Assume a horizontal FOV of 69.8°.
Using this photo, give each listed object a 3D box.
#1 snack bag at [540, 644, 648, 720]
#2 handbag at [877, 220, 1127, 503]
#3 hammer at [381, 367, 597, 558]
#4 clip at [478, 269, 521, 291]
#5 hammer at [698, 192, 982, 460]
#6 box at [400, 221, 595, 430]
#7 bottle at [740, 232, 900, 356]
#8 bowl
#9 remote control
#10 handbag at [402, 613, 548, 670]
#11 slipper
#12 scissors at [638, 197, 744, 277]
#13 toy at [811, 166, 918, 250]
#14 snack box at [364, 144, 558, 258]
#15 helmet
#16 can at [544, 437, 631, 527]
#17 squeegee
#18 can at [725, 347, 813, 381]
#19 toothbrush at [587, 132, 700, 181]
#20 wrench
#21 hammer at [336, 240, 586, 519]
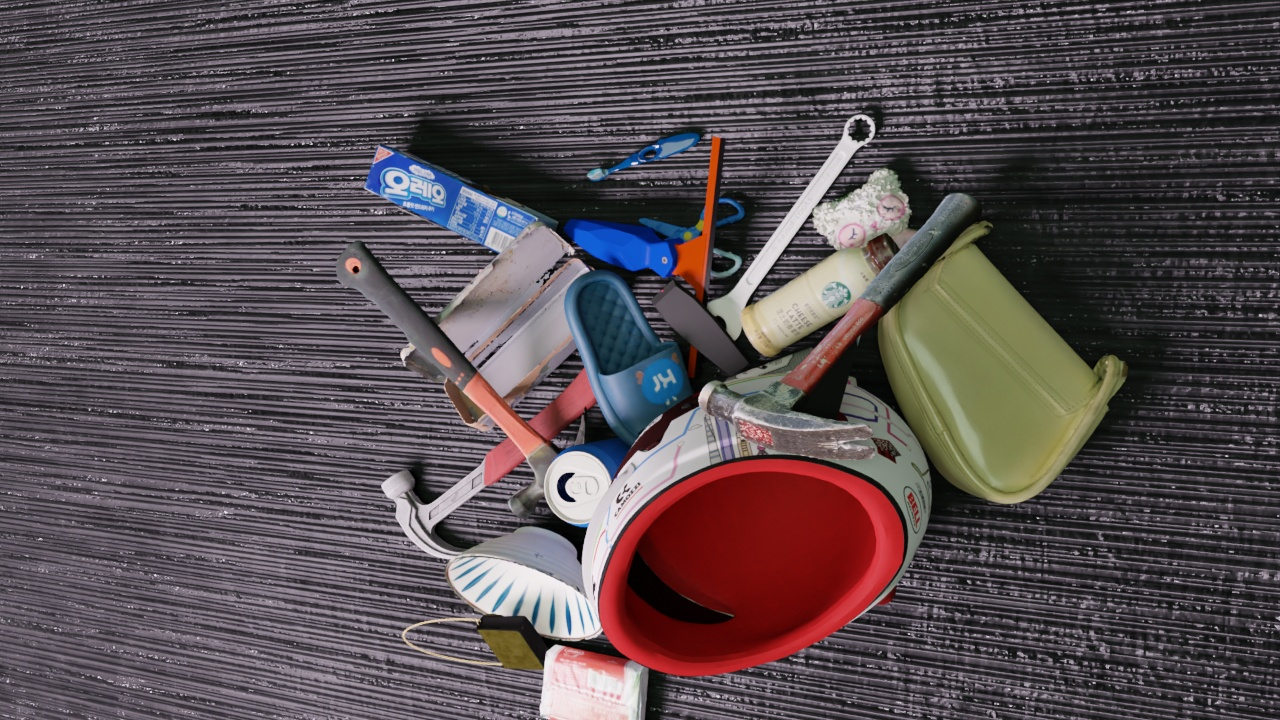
[{"bbox_3d":[-0.049,0.356,0.989,0.116,0.036,0.077,5,92,19],"label":"snack bag"},{"bbox_3d":[0.313,0.005,0.847,0.191,0.088,0.233,-38,77,0],"label":"handbag"},{"bbox_3d":[-0.145,0.106,1.029,0.316,0.036,0.126,-38,80,14],"label":"hammer"},{"bbox_3d":[-0.157,-0.086,1.039,0.058,0.022,0.037,-3,85,18],"label":"clip"},{"bbox_3d":[0.200,-0.041,0.767,0.141,0.036,0.325,23,56,38],"label":"hammer"},{"bbox_3d":[-0.139,-0.031,0.983,0.216,0.096,0.105,-43,66,8],"label":"box"},{"bbox_3d":[0.176,-0.064,0.887,0.162,0.056,0.056,-32,79,28],"label":"bottle"},{"bbox_3d":[-0.113,0.226,0.979,0.177,0.177,0.070,5,50,19],"label":"bowl"},{"bbox_3d":[0.065,-0.028,0.936,0.039,0.010,0.124,-42,106,15],"label":"remote control"},{"bbox_3d":[-0.192,0.314,1.031,0.178,0.027,0.084,-8,126,26],"label":"handbag"},{"bbox_3d":[-0.006,0.005,0.929,0.103,0.059,0.213,-32,94,-27],"label":"slipper"},{"bbox_3d":[0.053,-0.121,0.972,0.132,0.019,0.105,-16,83,22],"label":"scissors"},{"bbox_3d":[0.230,-0.126,0.895,0.096,0.041,0.109,-33,86,14],"label":"toy"},{"bbox_3d":[-0.204,-0.176,1.038,0.226,0.059,0.059,26,101,18],"label":"snack box"},{"bbox_3d":[0.099,0.133,0.831,0.314,0.236,0.231,-20,105,0],"label":"helmet"},{"bbox_3d":[-0.035,0.120,0.928,0.079,0.146,0.079,0,89,19],"label":"can"},{"bbox_3d":[-0.009,-0.119,0.960,0.185,0.055,0.250,22,118,35],"label":"squeegee"},{"bbox_3d":[0.134,0.024,0.923,0.107,0.044,0.044,-21,82,18],"label":"can"},{"bbox_3d":[0.002,-0.219,0.987,0.132,0.016,0.021,-17,86,19],"label":"toothbrush"},{"bbox_3d":[0.148,-0.131,0.932,0.047,0.009,0.274,35,100,-2],"label":"wrench"},{"bbox_3d":[-0.189,0.010,0.957,0.133,0.033,0.333,-42,100,11],"label":"hammer"}]
